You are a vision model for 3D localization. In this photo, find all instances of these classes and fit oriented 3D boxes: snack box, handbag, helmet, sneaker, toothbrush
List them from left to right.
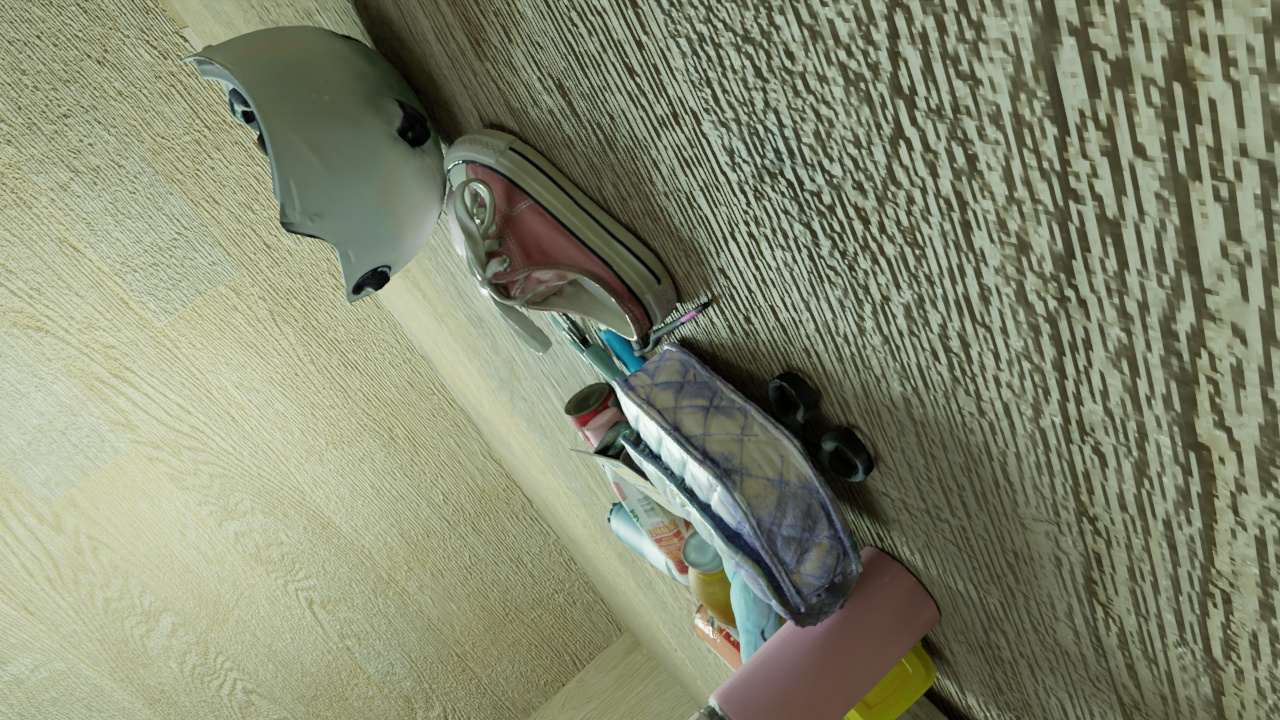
[{"bbox_3d":[-0.253,-0.183,0.800,0.229,0.145,0.259,55,172,18],"label":"helmet"},{"bbox_3d":[-0.081,-0.081,0.640,0.241,0.087,0.118,40,163,33],"label":"sneaker"},{"bbox_3d":[0.009,0.096,0.818,0.125,0.053,0.113,38,168,-10],"label":"snack box"},{"bbox_3d":[0.017,-0.023,0.636,0.018,0.014,0.189,63,165,2],"label":"toothbrush"},{"bbox_3d":[0.053,0.076,0.611,0.134,0.075,0.194,60,170,-30],"label":"handbag"},{"bbox_3d":[0.154,0.211,0.667,0.091,0.082,0.080,50,176,9],"label":"snack box"},{"bbox_3d":[0.236,0.331,0.753,0.178,0.045,0.182,40,162,52],"label":"snack box"}]

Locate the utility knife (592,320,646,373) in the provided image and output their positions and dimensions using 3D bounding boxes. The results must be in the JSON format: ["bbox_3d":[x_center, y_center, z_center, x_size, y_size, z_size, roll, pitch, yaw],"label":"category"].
[{"bbox_3d":[-0.005,0.004,0.763,0.204,0.018,0.034,51,167,7],"label":"utility knife"}]

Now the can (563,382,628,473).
[{"bbox_3d":[-0.024,0.089,0.957,0.133,0.053,0.053,58,165,-25],"label":"can"}]

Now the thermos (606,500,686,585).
[{"bbox_3d":[0.022,0.210,1.107,0.070,0.070,0.221,55,166,-14],"label":"thermos"}]

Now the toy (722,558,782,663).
[{"bbox_3d":[0.089,0.162,0.701,0.156,0.050,0.161,-39,-62,-80],"label":"toy"}]

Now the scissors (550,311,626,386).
[{"bbox_3d":[-0.033,0.002,0.787,0.176,0.019,0.175,47,175,13],"label":"scissors"}]

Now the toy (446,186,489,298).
[{"bbox_3d":[-0.141,-0.104,0.838,0.121,0.054,0.160,61,164,-6],"label":"toy"}]

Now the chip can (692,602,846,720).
[{"bbox_3d":[0.143,0.342,1.036,0.215,0.071,0.071,29,154,57],"label":"chip can"}]

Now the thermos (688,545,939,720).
[{"bbox_3d":[0.105,0.215,0.581,0.087,0.198,0.067,51,165,-6],"label":"thermos"}]

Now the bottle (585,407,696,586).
[{"bbox_3d":[0.016,0.134,0.915,0.197,0.068,0.068,55,166,-15],"label":"bottle"}]

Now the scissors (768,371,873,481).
[{"bbox_3d":[0.105,0.061,0.573,0.151,0.014,0.171,36,160,50],"label":"scissors"}]

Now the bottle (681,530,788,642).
[{"bbox_3d":[0.092,0.207,0.815,0.068,0.068,0.189,37,169,46],"label":"bottle"}]
